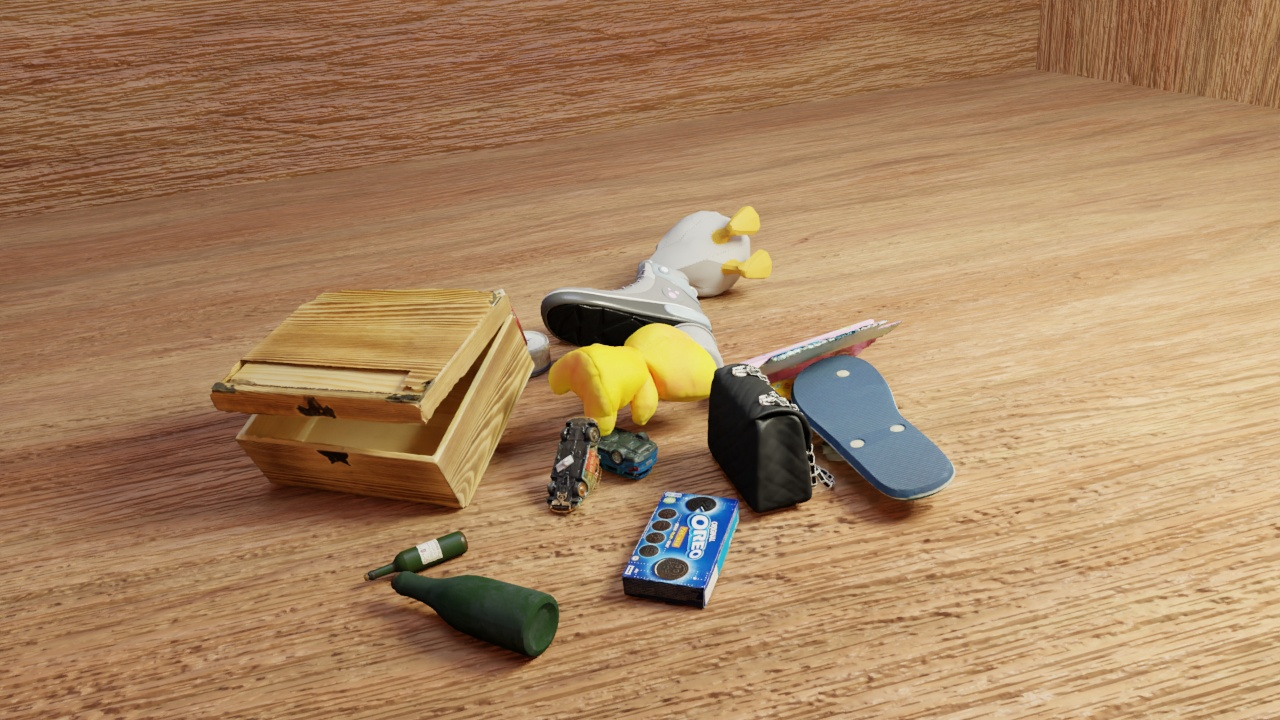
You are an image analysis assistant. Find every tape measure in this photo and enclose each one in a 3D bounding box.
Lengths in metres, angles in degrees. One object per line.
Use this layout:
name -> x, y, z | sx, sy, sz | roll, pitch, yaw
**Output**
tape measure -> 0.190, 0.045, 1.162 | 0.059, 0.030, 0.068 | 3, 19, 20

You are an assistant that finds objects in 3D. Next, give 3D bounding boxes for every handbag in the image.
handbag -> 0.143, 0.074, 0.999 | 0.114, 0.125, 0.153 | -10, 25, -9

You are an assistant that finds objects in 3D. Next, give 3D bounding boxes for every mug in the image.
mug -> 0.054, -0.005, 1.222 | 0.113, 0.084, 0.070 | 28, 20, -19

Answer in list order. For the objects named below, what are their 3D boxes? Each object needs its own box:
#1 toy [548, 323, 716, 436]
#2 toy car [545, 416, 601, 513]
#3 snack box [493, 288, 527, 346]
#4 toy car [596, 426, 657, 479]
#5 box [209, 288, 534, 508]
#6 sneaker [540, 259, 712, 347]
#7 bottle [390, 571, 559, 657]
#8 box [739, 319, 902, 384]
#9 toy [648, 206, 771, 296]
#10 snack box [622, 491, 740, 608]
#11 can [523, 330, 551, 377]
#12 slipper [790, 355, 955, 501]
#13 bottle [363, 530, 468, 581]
toy -> -0.006, 0.006, 1.099 | 0.193, 0.088, 0.134 | -15, 46, -31
toy car -> -0.069, 0.120, 1.027 | 0.047, 0.047, 0.111 | -1, 67, 32
snack box -> -0.287, -0.019, 1.307 | 0.236, 0.060, 0.113 | -23, 27, -7
toy car -> -0.035, 0.104, 1.073 | 0.120, 0.044, 0.056 | 18, 34, 38
box -> -0.303, 0.018, 1.091 | 0.280, 0.176, 0.246 | 2, 46, 21
sneaker -> -0.025, -0.091, 1.295 | 0.256, 0.093, 0.160 | 11, 45, -25
bottle -> -0.159, 0.221, 0.838 | 0.174, 0.055, 0.055 | 7, 28, 30
box -> 0.220, -0.013, 1.172 | 0.230, 0.035, 0.160 | -17, -13, -24
toy -> 0.098, -0.180, 1.562 | 0.246, 0.141, 0.268 | -26, 14, -34
snack box -> 0.044, 0.182, 0.905 | 0.082, 0.027, 0.149 | 3, 26, 17
can -> -0.176, -0.009, 1.352 | 0.086, 0.043, 0.086 | -4, 25, 1
slipper -> 0.253, 0.082, 1.040 | 0.118, 0.060, 0.294 | -14, 28, -7
bottle -> -0.228, 0.201, 0.930 | 0.106, 0.025, 0.025 | -18, 27, -24
